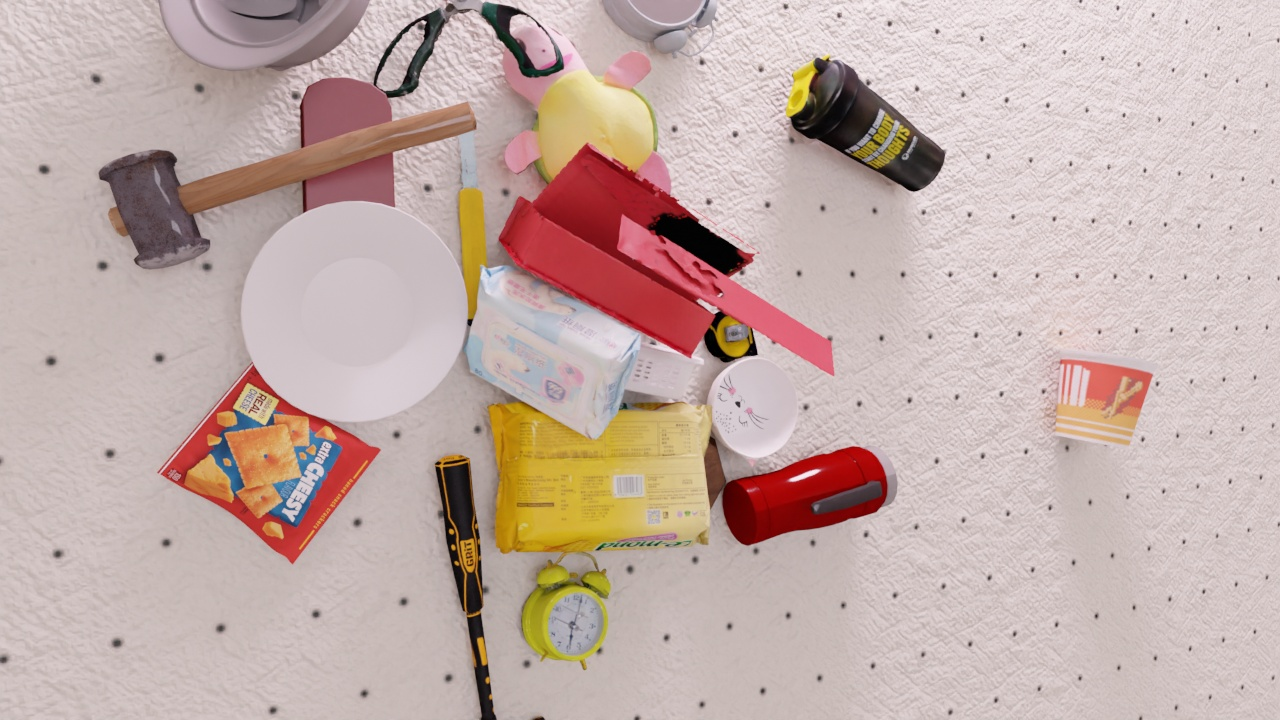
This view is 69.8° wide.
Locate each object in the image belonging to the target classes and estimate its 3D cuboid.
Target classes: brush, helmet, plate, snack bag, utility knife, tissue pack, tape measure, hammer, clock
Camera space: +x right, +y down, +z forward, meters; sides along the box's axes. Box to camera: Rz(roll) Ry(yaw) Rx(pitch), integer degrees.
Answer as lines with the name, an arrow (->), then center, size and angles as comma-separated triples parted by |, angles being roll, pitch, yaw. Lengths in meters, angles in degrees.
brush -> -0.284, -0.181, 0.886 | 0.082, 0.042, 0.173 | -2, 89, -26
helmet -> -0.315, -0.352, 0.845 | 0.183, 0.118, 0.270 | 15, 74, 7
plate -> -0.266, -0.045, 0.867 | 0.208, 0.015, 0.209 | -6, 103, -29
snack bag -> -0.036, 0.120, 0.958 | 0.247, 0.068, 0.159 | 1, 83, -17
utility knife -> -0.173, -0.145, 0.952 | 0.030, 0.019, 0.225 | -4, 94, -32
tissue pack -> -0.093, -0.010, 0.899 | 0.182, 0.112, 0.069 | 27, 42, 11
tape measure -> 0.106, -0.029, 1.072 | 0.061, 0.034, 0.061 | -15, 93, -24
hammer -> -0.308, -0.176, 0.827 | 0.328, 0.052, 0.098 | -21, 96, -9
clock -> -0.076, 0.259, 0.962 | 0.083, 0.057, 0.119 | 15, 75, -24
hammer -> -0.172, 0.254, 0.929 | 0.123, 0.036, 0.320 | -10, 94, -25
clock -> 0.024, -0.419, 1.044 | 0.122, 0.045, 0.159 | -46, 105, -19
snack bag -> -0.340, 0.093, 0.850 | 0.144, 0.039, 0.130 | 41, 70, -19
plate -> 0.045, 0.131, 1.041 | 0.131, 0.025, 0.131 | 1, 87, -26

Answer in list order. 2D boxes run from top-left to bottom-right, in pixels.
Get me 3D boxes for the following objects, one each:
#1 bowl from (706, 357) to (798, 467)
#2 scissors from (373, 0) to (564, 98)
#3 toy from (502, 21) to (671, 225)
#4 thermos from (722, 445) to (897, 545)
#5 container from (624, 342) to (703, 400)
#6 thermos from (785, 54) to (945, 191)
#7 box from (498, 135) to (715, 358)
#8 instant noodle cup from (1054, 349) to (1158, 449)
bowl -> 0.122, 0.055, 1.067 | 0.114, 0.051, 0.114 | 1, 87, -26
scissors -> -0.188, -0.323, 0.921 | 0.204, 0.015, 0.201 | -39, 75, -5
toy -> -0.061, -0.251, 0.973 | 0.190, 0.088, 0.238 | -41, 101, -5
thermos -> 0.206, 0.157, 1.073 | 0.198, 0.108, 0.084 | -10, 93, -24
container -> -0.006, 0.006, 0.996 | 0.129, 0.081, 0.049 | 12, 94, -25
thermos -> 0.277, -0.291, 1.138 | 0.220, 0.098, 0.098 | 23, 78, -27
box -> -0.032, -0.198, 1.068 | 0.214, 0.172, 0.477 | 28, 45, -21
instant noodle cup -> 0.644, 0.055, 1.287 | 0.123, 0.123, 0.121 | 11, 91, -25
